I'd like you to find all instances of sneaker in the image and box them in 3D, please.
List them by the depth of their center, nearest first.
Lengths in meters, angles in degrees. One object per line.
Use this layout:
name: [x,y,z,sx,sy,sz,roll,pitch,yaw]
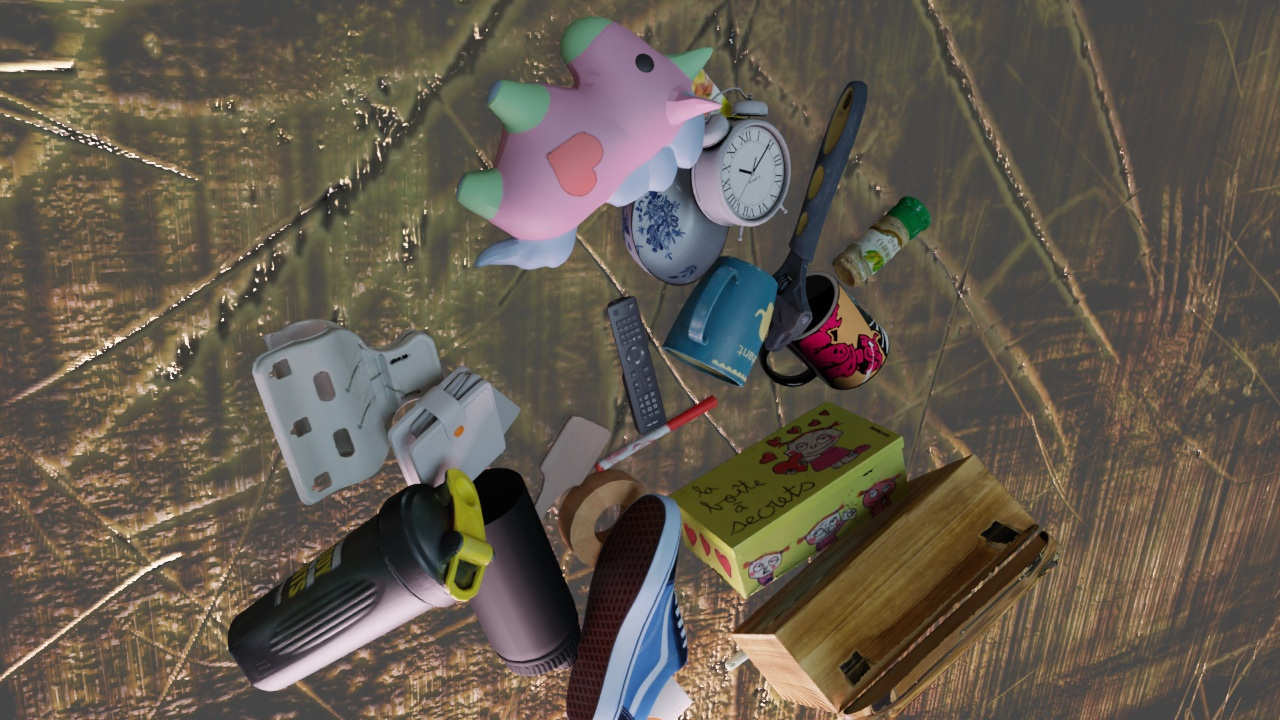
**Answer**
sneaker: [0.006,0.242,0.879,0.098,0.083,0.241,12,99,-34]

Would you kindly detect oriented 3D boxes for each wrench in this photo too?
wrench: [0.167,-0.139,0.888,0.022,0.073,0.273,18,92,-35]

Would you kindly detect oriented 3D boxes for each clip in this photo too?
clip: [-0.234,0.023,0.724,0.151,0.101,0.126,-40,129,-47]

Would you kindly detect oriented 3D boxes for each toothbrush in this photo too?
toothbrush: [0.160,0.311,1.073,0.154,0.015,0.022,-34,91,-15]

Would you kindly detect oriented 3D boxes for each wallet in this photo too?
wallet: [-0.146,0.058,0.759,0.115,0.037,0.119,-45,154,-28]

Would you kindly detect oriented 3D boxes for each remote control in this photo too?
remote control: [-0.005,0.005,0.865,0.032,0.015,0.136,-24,115,-21]

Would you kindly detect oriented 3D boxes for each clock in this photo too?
clock: [0.086,-0.174,0.796,0.094,0.035,0.123,-33,121,-29]

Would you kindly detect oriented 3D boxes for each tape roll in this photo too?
tape roll: [-0.032,0.154,0.895,0.093,0.027,0.094,-11,112,-27]

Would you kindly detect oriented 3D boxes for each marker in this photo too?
marker: [0.016,0.073,0.904,0.142,0.013,0.013,-29,119,-19]

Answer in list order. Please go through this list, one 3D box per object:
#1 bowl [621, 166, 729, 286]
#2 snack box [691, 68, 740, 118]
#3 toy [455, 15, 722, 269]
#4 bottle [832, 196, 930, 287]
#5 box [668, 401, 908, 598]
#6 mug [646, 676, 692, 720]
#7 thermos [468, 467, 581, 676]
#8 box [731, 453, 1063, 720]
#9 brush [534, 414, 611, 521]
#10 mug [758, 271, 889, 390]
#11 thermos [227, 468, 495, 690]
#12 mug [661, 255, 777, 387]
bowl: [0.023,-0.126,0.811,0.114,0.045,0.114,-10,107,-37]
snack box: [0.072,-0.204,0.826,0.040,0.029,0.148,-52,124,-5]
toy: [-0.043,-0.160,0.719,0.171,0.120,0.222,18,102,-14]
bottle: [0.250,-0.123,0.953,0.111,0.043,0.043,-40,123,-12]
box: [0.153,0.137,0.943,0.220,0.124,0.079,-25,118,-19]
mug: [-0.010,0.360,0.949,0.105,0.082,0.082,-41,123,-12]
thermos: [-0.113,0.202,0.830,0.086,0.086,0.199,-28,119,-19]
box: [0.273,0.264,0.951,0.278,0.252,0.192,-36,78,-13]
brush: [-0.081,0.112,0.863,0.050,0.015,0.136,27,98,-33]
mug: [0.177,-0.018,0.933,0.118,0.081,0.098,-38,127,19]
thermos: [-0.215,0.178,0.715,0.221,0.098,0.098,-33,124,13]
mug: [0.076,-0.043,0.845,0.104,0.084,0.112,-63,159,-5]
